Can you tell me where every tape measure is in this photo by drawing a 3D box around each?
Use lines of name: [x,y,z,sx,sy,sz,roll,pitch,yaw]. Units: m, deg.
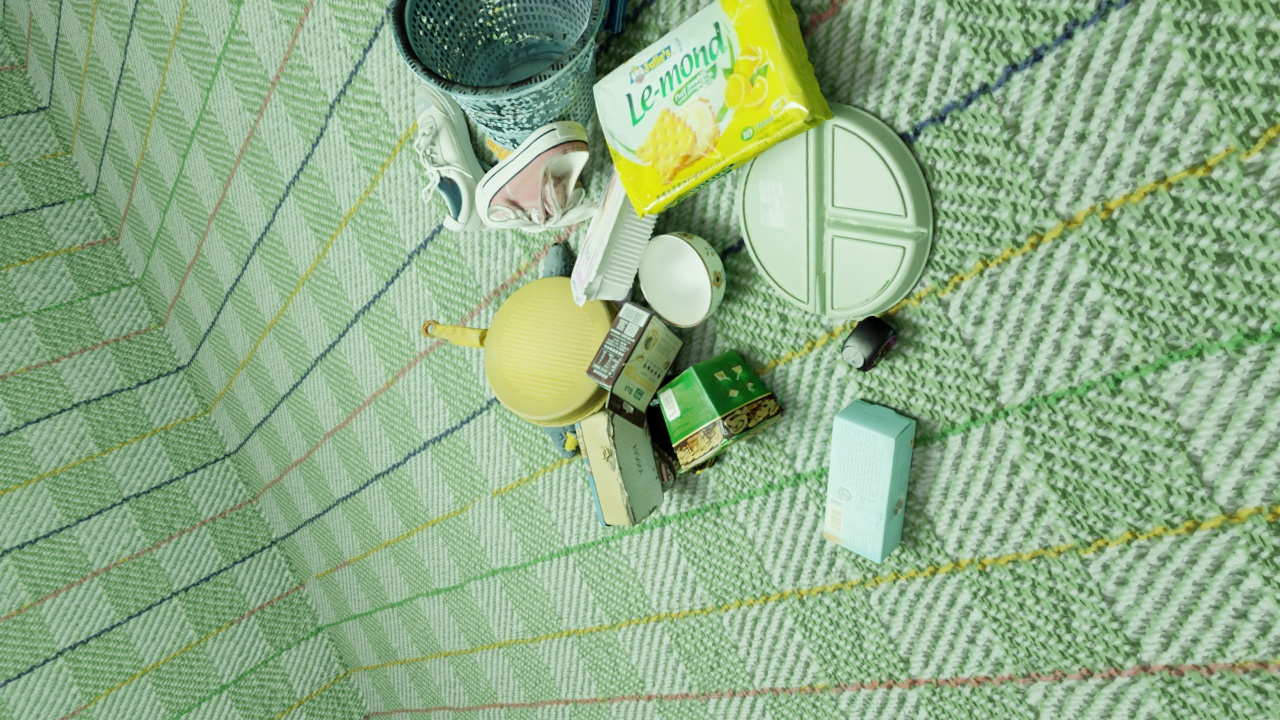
tape measure: [0.234,-0.018,0.949,0.039,0.057,0.058,42,103,22]

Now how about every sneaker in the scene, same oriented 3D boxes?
sneaker: [-0.127,-0.195,1.097,0.242,0.118,0.088,-27,77,56]
sneaker: [-0.286,-0.288,1.315,0.090,0.090,0.242,-39,73,49]

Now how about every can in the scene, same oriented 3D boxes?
can: [-0.138,-0.256,1.211,0.146,0.058,0.058,49,138,16]

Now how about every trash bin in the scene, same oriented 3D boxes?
trash bin: [-0.137,-0.344,1.031,0.226,0.226,0.195,48,175,16]

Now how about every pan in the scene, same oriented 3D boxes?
pan: [-0.176,-0.024,1.241,0.358,0.078,0.197,11,83,26]

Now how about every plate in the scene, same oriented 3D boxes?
plate: [0.191,-0.147,0.947,0.230,0.027,0.230,24,126,37]

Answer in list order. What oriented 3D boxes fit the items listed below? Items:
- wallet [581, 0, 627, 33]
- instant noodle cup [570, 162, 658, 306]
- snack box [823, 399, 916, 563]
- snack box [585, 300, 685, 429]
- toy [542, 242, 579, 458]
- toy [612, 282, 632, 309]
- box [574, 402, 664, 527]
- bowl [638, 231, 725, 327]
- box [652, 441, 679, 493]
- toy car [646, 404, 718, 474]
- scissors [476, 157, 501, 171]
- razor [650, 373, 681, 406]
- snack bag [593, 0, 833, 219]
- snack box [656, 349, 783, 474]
wallet: [-0.050,-0.447,1.022,0.106,0.040,0.133,42,145,26]
instant noodle cup: [-0.026,-0.150,1.089,0.138,0.060,0.174,-112,40,-70]
snack box: [0.253,0.135,1.019,0.074,0.051,0.175,22,127,36]
snack box: [-0.007,0.007,1.116,0.053,0.113,0.125,29,86,29]
toy: [-0.114,0.013,1.309,0.137,0.091,0.357,-97,6,-64]
toy: [-0.034,-0.122,1.191,0.084,0.038,0.108,31,133,36]
box: [-0.025,0.138,1.223,0.062,0.089,0.184,0,108,35]
bowl: [0.058,-0.101,1.086,0.113,0.062,0.114,23,125,36]
box: [-0.013,0.122,1.293,0.164,0.060,0.072,44,116,22]
toy car: [0.040,0.090,1.229,0.156,0.041,0.071,35,133,34]
scissors: [-0.198,-0.258,1.309,0.133,0.017,0.134,35,130,34]
razor: [-0.004,-0.011,1.219,0.167,0.062,0.068,51,171,21]
snack bag: [0.068,-0.259,0.931,0.247,0.068,0.158,-24,81,33]
snack box: [0.087,0.057,1.107,0.119,0.117,0.105,-40,76,47]
